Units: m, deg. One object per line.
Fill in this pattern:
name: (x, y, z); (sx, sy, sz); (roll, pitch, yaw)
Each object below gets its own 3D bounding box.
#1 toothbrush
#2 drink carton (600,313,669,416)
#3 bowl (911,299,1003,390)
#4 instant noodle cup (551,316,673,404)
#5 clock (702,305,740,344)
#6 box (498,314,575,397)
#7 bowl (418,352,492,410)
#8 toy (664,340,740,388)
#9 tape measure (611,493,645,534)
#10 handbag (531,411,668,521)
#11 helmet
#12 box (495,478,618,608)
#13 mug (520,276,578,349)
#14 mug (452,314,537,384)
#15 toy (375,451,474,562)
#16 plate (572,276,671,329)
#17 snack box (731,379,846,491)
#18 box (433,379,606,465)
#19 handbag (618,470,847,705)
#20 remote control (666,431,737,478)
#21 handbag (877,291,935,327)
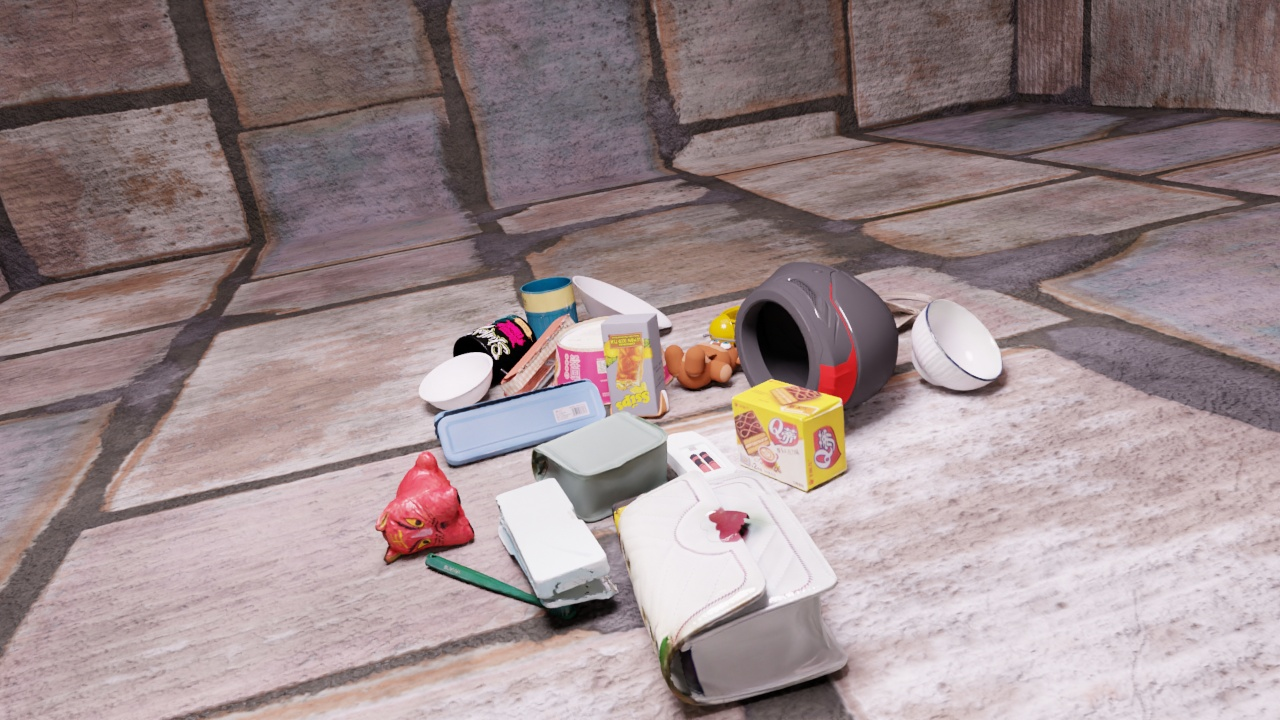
toothbrush: (-0.132, 0.203, 0.841); (0.190, 0.017, 0.016); (8, 24, 37)
drink carton: (-0.007, 0.007, 1.162); (0.076, 0.125, 0.048); (-2, 16, 19)
bowl: (0.370, -0.009, 1.108); (0.117, 0.118, 0.062); (-31, -13, -46)
instant noodle cup: (-0.044, -0.008, 1.287); (0.179, 0.078, 0.178); (-8, 20, 3)
clock: (0.168, -0.049, 1.354); (0.114, 0.052, 0.151); (8, 21, 38)
box: (-0.144, 0.005, 1.328); (0.058, 0.062, 0.187); (-13, 25, 36)
bowl: (-0.252, 0.038, 1.291); (0.110, 0.040, 0.109); (-16, 32, 10)
toy: (0.096, -0.003, 1.240); (0.127, 0.065, 0.095); (-19, 24, -39)
tape measure: (0.008, 0.152, 0.888); (0.065, 0.037, 0.064); (-11, 20, -6)
handbag: (-0.039, 0.110, 0.980); (0.121, 0.067, 0.106); (-23, 33, -33)
helmet: (0.218, -0.029, 1.109); (0.169, 0.164, 0.264); (-5, 26, -23)
box: (-0.087, 0.167, 0.852); (0.083, 0.066, 0.199); (7, 10, -22)
mug: (-0.137, -0.077, 1.472); (0.083, 0.107, 0.113); (-6, 20, 13)
mug: (-0.202, -0.005, 1.364); (0.118, 0.082, 0.098); (33, 37, 21)
toy: (-0.238, 0.148, 0.950); (0.094, 0.088, 0.133); (-27, 23, -15)
plate: (-0.036, -0.079, 1.469); (0.174, 0.036, 0.173); (24, 14, -7)
snack box: (0.156, 0.077, 0.965); (0.061, 0.084, 0.106); (-21, 23, -32)
box: (-0.150, 0.085, 1.153); (0.209, 0.078, 0.074); (-13, 64, -14)
handbag: (0.063, 0.170, 0.734); (0.142, 0.096, 0.198); (-13, 22, -9)
remote control: (0.060, 0.107, 1.009); (0.049, 0.024, 0.143); (-14, 21, -14)
handbag: (0.354, -0.087, 1.377); (0.197, 0.062, 0.176); (-8, 18, -27)
